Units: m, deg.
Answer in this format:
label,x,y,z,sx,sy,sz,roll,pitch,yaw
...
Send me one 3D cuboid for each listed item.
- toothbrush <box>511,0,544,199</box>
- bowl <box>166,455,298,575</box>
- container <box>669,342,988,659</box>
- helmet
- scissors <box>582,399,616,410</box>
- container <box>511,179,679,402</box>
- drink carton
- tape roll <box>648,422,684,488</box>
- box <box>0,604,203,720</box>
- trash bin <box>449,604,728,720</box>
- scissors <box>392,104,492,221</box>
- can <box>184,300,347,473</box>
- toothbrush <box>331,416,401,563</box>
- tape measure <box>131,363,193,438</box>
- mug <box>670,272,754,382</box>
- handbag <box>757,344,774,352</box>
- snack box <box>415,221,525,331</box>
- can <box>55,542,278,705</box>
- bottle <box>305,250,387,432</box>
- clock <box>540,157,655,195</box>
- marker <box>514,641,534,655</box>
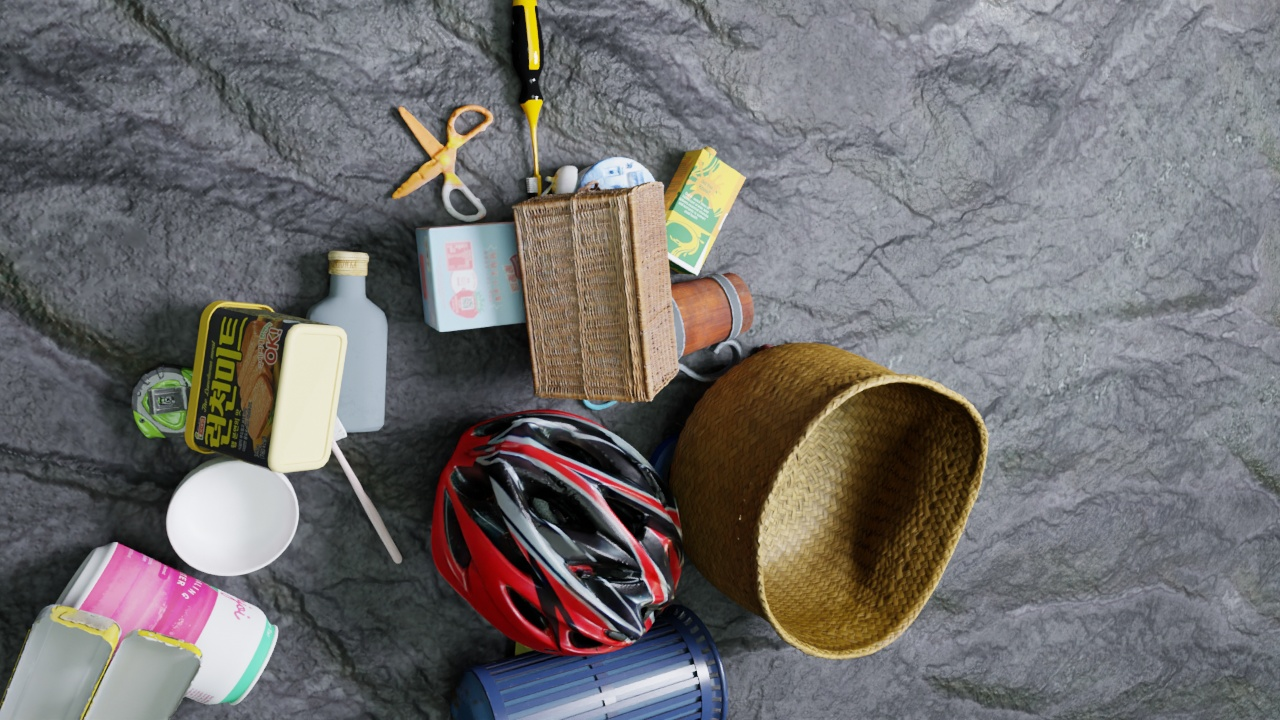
label,x,y,z,sx,sy,sz,roll,pitch,yaw
toothbrush,-0.105,-0.253,0.880,0.030,0.031,0.197,-10,106,-28
bowl,-0.360,0.132,0.811,0.104,0.054,0.105,-5,101,-25
container,0.179,0.130,0.950,0.306,0.197,0.307,-12,112,-31
helmet,-0.063,0.159,0.869,0.272,0.167,0.216,40,49,-22
scissors,-0.006,0.005,0.974,0.136,0.015,0.056,-28,109,-24
container,-0.037,-0.064,0.838,0.113,0.113,0.198,0,105,15
drink carton,0.055,-0.157,0.957,0.058,0.041,0.122,28,87,-25
tape roll,0.053,0.123,1.011,0.091,0.016,0.093,28,86,-25
box,-0.451,0.282,0.755,0.127,0.023,0.210,23,119,-24
trash bin,-0.054,0.342,0.916,0.249,0.139,0.139,-7,100,-28
scissors,-0.182,-0.188,0.864,0.125,0.011,0.128,-41,111,-14
can,-0.315,0.023,0.777,0.072,0.101,0.131,2,99,-64
toothbrush,-0.254,0.124,0.851,0.018,0.015,0.181,-23,124,-12
tape measure,-0.404,0.036,0.787,0.058,0.036,0.065,-8,101,-22
mug,0.056,-0.030,0.958,0.111,0.081,0.117,-17,109,-24
handbag,0.183,0.017,1.050,0.119,0.029,0.055,9,96,-30
snack box,-0.154,-0.081,0.855,0.094,0.079,0.093,-8,101,-20
can,-0.406,0.228,0.786,0.166,0.088,0.088,35,83,-24
bottle,-0.267,-0.018,0.833,0.072,0.046,0.161,1,97,-24
clock,-0.043,-0.153,0.909,0.125,0.052,0.089,-13,104,-21
marker,-0.123,0.332,0.965,0.021,0.017,0.124,2,98,-24
